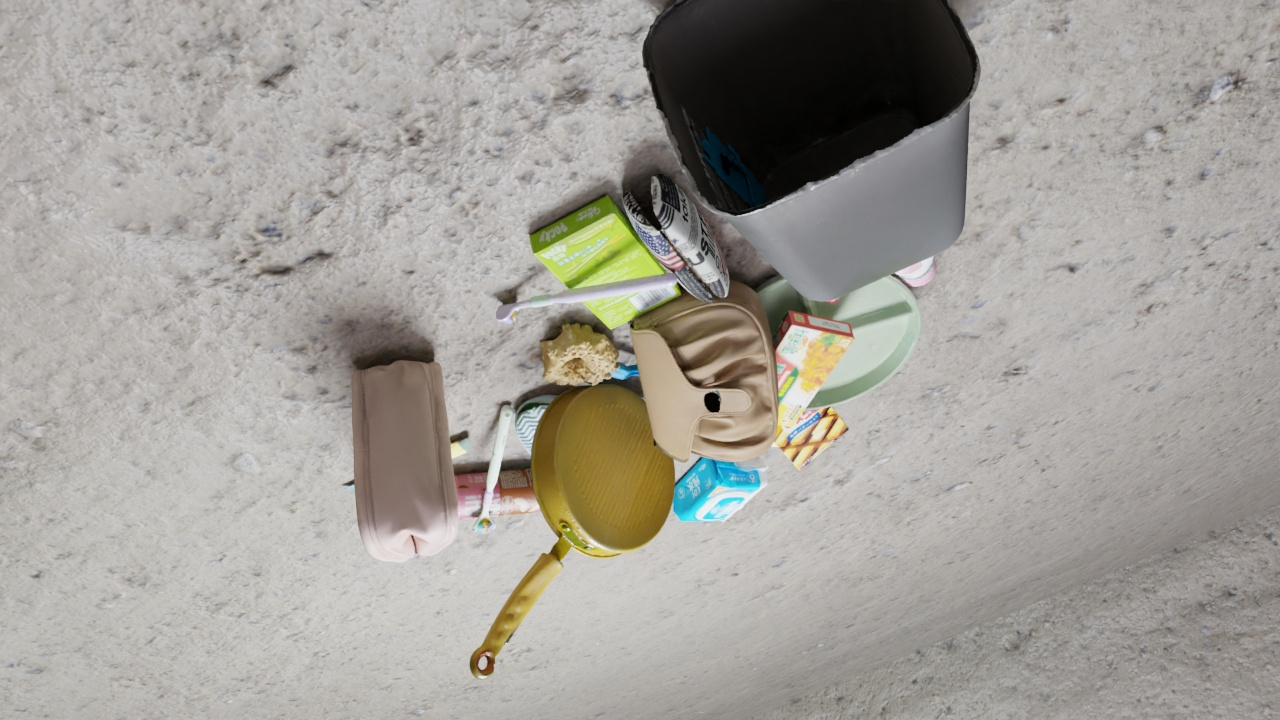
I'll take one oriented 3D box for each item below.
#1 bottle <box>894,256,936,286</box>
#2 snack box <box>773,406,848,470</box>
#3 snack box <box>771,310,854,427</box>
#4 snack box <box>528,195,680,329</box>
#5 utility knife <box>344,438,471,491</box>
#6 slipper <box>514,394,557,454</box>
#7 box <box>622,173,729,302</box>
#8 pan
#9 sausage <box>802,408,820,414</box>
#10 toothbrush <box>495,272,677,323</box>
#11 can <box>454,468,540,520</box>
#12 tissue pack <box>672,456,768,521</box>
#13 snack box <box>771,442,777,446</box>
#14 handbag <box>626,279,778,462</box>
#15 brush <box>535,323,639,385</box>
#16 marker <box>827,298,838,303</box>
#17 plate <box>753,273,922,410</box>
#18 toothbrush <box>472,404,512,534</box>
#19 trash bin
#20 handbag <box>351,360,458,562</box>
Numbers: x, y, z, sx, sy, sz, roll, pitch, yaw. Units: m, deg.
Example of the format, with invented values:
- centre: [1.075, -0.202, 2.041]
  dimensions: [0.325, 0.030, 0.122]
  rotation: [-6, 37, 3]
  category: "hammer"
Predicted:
- centre: [0.255, -0.129, 0.909]
  dimensions: [0.068, 0.068, 0.197]
  rotation: [-28, 149, 17]
  category: "bottle"
- centre: [0.201, 0.074, 1.177]
  dimensions: [0.087, 0.033, 0.140]
  rotation: [-41, 130, 5]
  category: "snack box"
- centre: [0.168, 0.012, 1.032]
  dimensions: [0.077, 0.027, 0.156]
  rotation: [11, 134, -16]
  category: "snack box"
- centre: [-0.030, -0.090, 0.878]
  dimensions: [0.086, 0.026, 0.156]
  rotation: [-26, 147, 15]
  category: "snack box"
- centre: [-0.279, 0.131, 1.109]
  dimensions: [0.177, 0.019, 0.031]
  rotation: [-26, 142, 8]
  category: "utility knife"
- centre: [-0.066, 0.114, 1.134]
  dimensions: [0.104, 0.074, 0.245]
  rotation: [-27, 130, 19]
  category: "slipper"
- centre: [0.029, -0.101, 0.850]
  dimensions: [0.076, 0.075, 0.163]
  rotation: [-21, 150, 16]
  category: "box"
- centre: [-0.078, 0.182, 1.000]
  dimensions: [0.078, 0.356, 0.197]
  rotation: [-16, 126, 42]
  category: "pan"
- centre: [0.260, 0.030, 1.151]
  dimensions: [0.155, 0.020, 0.020]
  rotation: [-27, 152, -23]
  category: "sausage"
- centre: [-0.053, -0.059, 0.863]
  dimensions: [0.189, 0.029, 0.021]
  rotation: [-9, 114, 25]
  category: "toothbrush"
- centre: [-0.175, 0.170, 1.177]
  dimensions: [0.147, 0.057, 0.058]
  rotation: [-3, 145, -20]
  category: "can"
- centre: [0.113, 0.184, 1.317]
  dimensions: [0.089, 0.063, 0.140]
  rotation: [6, 141, -31]
  category: "tissue pack"
- centre: [0.152, 0.080, 1.212]
  dimensions: [0.156, 0.026, 0.085]
  rotation: [4, 141, -29]
  category: "snack box"
- centre: [0.071, 0.021, 0.972]
  dimensions: [0.148, 0.099, 0.205]
  rotation: [-7, 122, 9]
  category: "handbag"
- centre: [-0.006, 0.006, 1.029]
  dimensions: [0.254, 0.045, 0.083]
  rotation: [8, 136, -39]
  category: "brush"
- centre: [0.160, -0.103, 0.919]
  dimensions: [0.017, 0.017, 0.145]
  rotation: [-31, 130, 22]
  category: "marker"
- centre: [0.200, -0.026, 1.036]
  dimensions: [0.230, 0.027, 0.231]
  rotation: [-3, 137, -3]
  category: "plate"
- centre: [-0.174, 0.132, 1.101]
  dimensions: [0.029, 0.020, 0.190]
  rotation: [0, 123, -27]
  category: "toothbrush"
- centre: [0.141, -0.168, 0.697]
  dimensions: [0.199, 0.198, 0.219]
  rotation: [-24, 153, 14]
  category: "trash bin"
- centre: [-0.249, 0.125, 0.974]
  dimensions: [0.093, 0.193, 0.235]
  rotation: [-4, 155, -15]
  category: "handbag"
